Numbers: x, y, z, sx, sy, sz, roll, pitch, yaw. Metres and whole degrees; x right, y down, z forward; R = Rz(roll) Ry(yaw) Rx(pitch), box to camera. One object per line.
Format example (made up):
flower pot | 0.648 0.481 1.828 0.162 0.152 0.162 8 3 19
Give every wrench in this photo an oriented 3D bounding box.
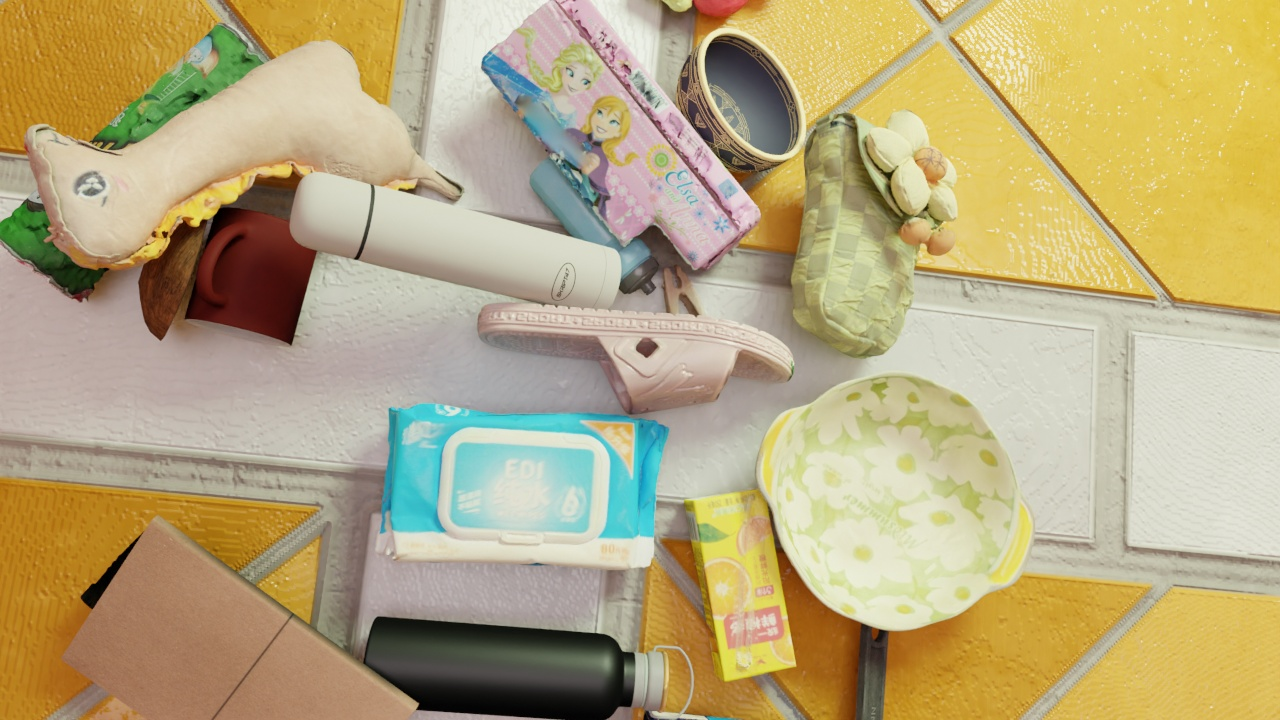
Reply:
wrench | 0.167 0.328 0.680 0.073 0.018 0.273 13 78 -34

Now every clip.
clip | 0.040 -0.048 0.726 0.043 0.025 0.061 -7 79 -7

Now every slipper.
slipper | -0.004 0.004 0.679 0.239 0.094 0.064 8 76 -2

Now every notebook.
notebook | -0.272 0.216 0.620 0.209 0.008 0.142 38 108 -5

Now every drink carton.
drink carton | 0.075 0.167 0.691 0.058 0.043 0.134 -8 84 -9

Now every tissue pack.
tissue pack | -0.083 0.093 0.673 0.209 0.066 0.117 4 83 -8

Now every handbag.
handbag | 0.184 -0.097 0.696 0.113 0.117 0.186 15 79 -31

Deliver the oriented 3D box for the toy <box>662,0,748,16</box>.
toy | 0.066 -0.330 0.756 0.135 0.045 0.091 -5 85 -1

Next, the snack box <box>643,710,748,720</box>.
snack box | 0.072 0.309 0.679 0.150 0.027 0.082 10 80 -7

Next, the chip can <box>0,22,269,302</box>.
chip can | -0.356 -0.147 0.669 0.075 0.075 0.223 41 80 0

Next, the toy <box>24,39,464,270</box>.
toy | -0.251 -0.123 0.617 0.196 0.065 0.263 45 46 -14

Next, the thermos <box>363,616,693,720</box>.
thermos | -0.076 0.223 0.656 0.231 0.061 0.061 6 81 -6

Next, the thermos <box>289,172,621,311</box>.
thermos | -0.123 -0.078 0.635 0.224 0.052 0.052 12 80 -26

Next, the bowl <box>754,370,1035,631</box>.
bowl | 0.187 0.106 0.704 0.219 0.060 0.188 22 81 -2

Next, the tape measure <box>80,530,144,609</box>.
tape measure | -0.342 0.160 0.647 0.062 0.038 0.067 36 78 7

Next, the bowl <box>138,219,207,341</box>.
bowl | -0.330 -0.069 0.640 0.026 0.114 0.101 19 51 -31

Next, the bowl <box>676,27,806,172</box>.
bowl | 0.070 -0.195 0.724 0.112 0.061 0.112 16 62 -34

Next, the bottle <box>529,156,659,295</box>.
bottle | -0.032 -0.103 0.717 0.040 0.040 0.130 -40 88 -10

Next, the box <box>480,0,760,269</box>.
box | -0.021 -0.161 0.696 0.096 0.085 0.230 -38 88 -20

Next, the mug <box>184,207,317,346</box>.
mug | -0.280 -0.062 0.649 0.073 0.106 0.082 11 81 4
